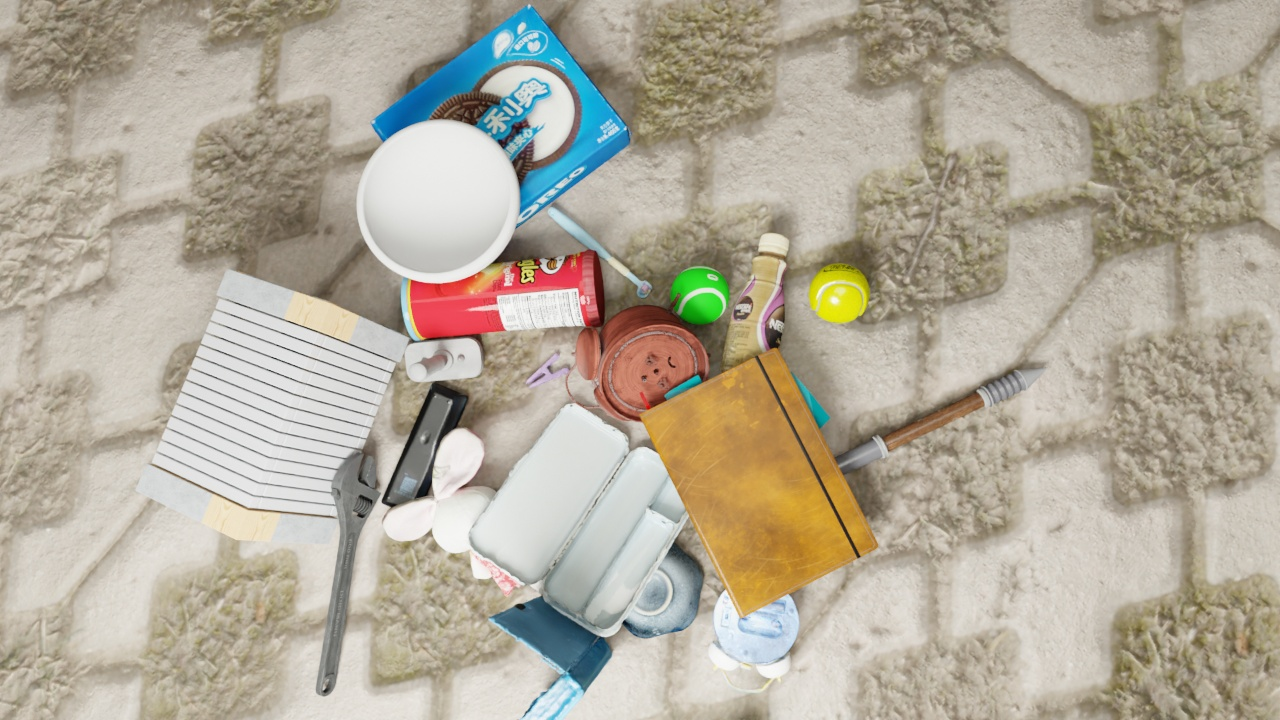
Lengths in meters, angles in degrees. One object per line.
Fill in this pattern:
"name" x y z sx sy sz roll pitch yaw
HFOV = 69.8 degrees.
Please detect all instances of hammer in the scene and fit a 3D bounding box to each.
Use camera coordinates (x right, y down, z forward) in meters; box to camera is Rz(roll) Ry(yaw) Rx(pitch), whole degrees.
"hammer" 0.295 0.077 0.995 0.322 0.043 0.156 -25 81 -1

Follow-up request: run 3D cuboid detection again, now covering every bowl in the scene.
"bowl" -0.213 -0.167 1.000 0.177 0.066 0.176 -1 84 5
"bowl" 0.012 0.246 0.986 0.110 0.055 0.110 -1 81 5

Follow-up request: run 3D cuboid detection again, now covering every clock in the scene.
"clock" 0.119 0.288 0.972 0.089 0.052 0.125 9 83 6
"clock" -0.006 0.005 0.989 0.158 0.072 0.120 -27 121 2

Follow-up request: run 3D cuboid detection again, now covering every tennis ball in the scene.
"tennis ball" 0.066 -0.073 1.019 0.065 0.065 0.065 -1 82 5
"tennis ball" 0.218 -0.073 1.006 0.065 0.065 0.065 -1 82 5

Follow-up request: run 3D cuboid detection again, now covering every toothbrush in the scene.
"toothbrush" -0.049 -0.127 1.062 0.155 0.016 0.022 41 125 8

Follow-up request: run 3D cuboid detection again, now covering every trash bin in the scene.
"trash bin" -0.388 0.053 0.986 0.142 0.142 0.246 18 84 22

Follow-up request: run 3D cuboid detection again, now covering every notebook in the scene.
"notebook" 0.126 0.114 0.956 0.178 0.014 0.249 -26 85 -4

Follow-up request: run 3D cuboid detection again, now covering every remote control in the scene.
"remote control" -0.247 0.101 1.044 0.047 0.022 0.150 21 85 8

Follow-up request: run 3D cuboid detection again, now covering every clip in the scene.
"clip" -0.102 0.017 1.049 0.043 0.014 0.051 30 83 6

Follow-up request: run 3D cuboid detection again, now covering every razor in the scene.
"razor" -0.229 0.005 1.009 0.088 0.116 0.047 -5 97 4

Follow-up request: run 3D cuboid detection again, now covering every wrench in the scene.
"wrench" -0.328 0.236 1.012 0.018 0.073 0.273 10 91 23

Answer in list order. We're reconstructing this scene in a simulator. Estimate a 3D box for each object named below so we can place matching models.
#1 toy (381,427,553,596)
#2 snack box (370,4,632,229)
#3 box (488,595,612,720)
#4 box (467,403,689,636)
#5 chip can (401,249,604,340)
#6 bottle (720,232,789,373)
"toy" -0.173 0.182 0.999 0.194 0.084 0.159 36 101 5
"snack box" -0.161 -0.266 1.070 0.239 0.056 0.195 -37 82 0
"box" -0.104 0.297 0.900 0.111 0.231 0.094 42 87 10
"box" -0.055 0.163 0.975 0.191 0.045 0.208 29 59 8
"chip can" -0.151 -0.071 1.028 0.213 0.087 0.087 -5 82 5
"bottle" 0.133 -0.058 1.015 0.060 0.059 0.166 12 83 6
